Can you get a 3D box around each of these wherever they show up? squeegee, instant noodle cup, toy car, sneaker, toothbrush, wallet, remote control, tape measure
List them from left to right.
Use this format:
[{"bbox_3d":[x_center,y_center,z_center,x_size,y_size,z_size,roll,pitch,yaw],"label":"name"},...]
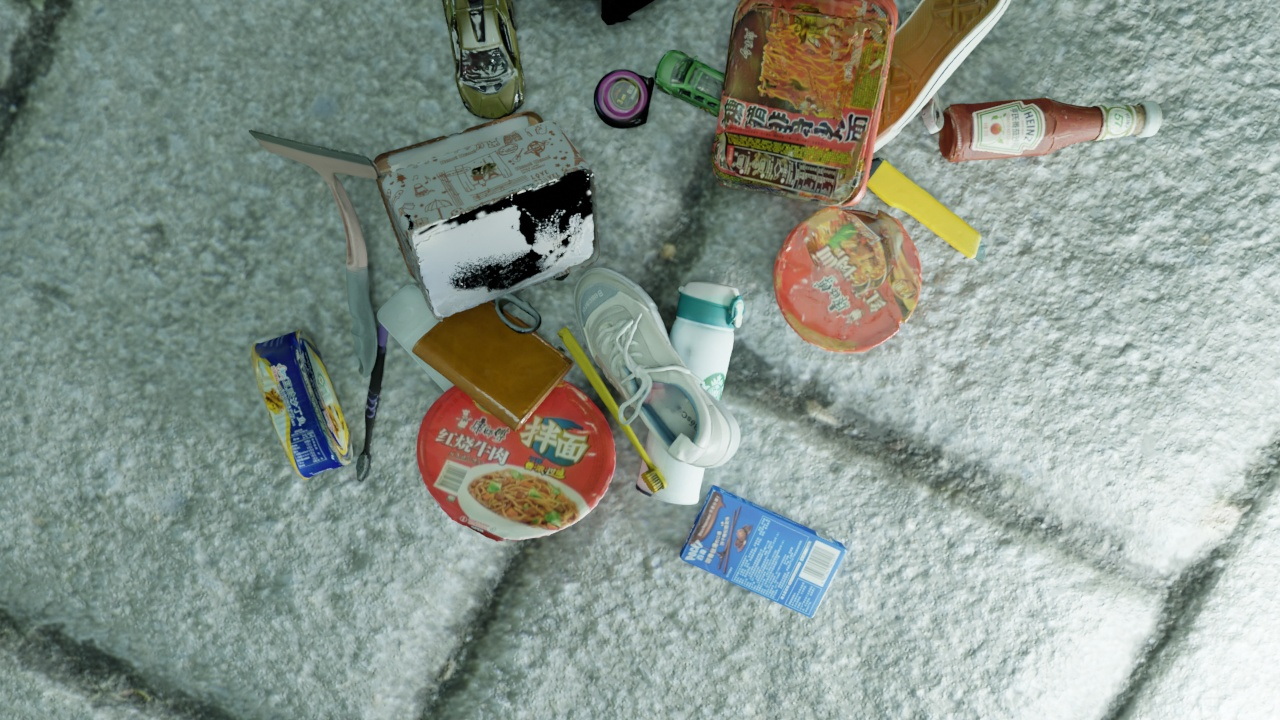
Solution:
[{"bbox_3d":[-0.289,-0.098,0.911,0.040,0.248,0.250,-27,124,-37],"label":"squeegee"},{"bbox_3d":[-0.281,0.037,0.964,0.014,0.016,0.189,10,95,2],"label":"toothbrush"},{"bbox_3d":[-0.210,-0.016,0.954,0.056,0.020,0.136,-41,97,5],"label":"remote control"},{"bbox_3d":[-0.155,-0.320,0.908,0.070,0.042,0.158,-10,99,2],"label":"toy car"},{"bbox_3d":[-0.140,-0.008,0.920,0.130,0.118,0.035,37,140,4],"label":"wallet"},{"bbox_3d":[-0.125,0.102,0.911,0.194,0.193,0.066,15,140,-2],"label":"instant noodle cup"},{"bbox_3d":[-0.031,0.049,0.914,0.016,0.016,0.190,-29,82,-28],"label":"toothbrush"},{"bbox_3d":[-0.018,-0.260,0.915,0.058,0.039,0.057,8,97,-6],"label":"tape measure"},{"bbox_3d":[-0.005,0.005,0.879,0.090,0.090,0.242,-47,65,21],"label":"sneaker"},{"bbox_3d":[0.058,-0.277,0.915,0.091,0.036,0.043,24,98,1],"label":"toy car"},{"bbox_3d":[0.157,-0.246,0.857,0.165,0.078,0.189,19,111,33],"label":"instant noodle cup"},{"bbox_3d":[0.191,-0.079,0.900,0.138,0.108,0.138,0,96,0],"label":"instant noodle cup"},{"bbox_3d":[0.260,-0.279,0.885,0.242,0.087,0.118,-45,71,27],"label":"sneaker"}]

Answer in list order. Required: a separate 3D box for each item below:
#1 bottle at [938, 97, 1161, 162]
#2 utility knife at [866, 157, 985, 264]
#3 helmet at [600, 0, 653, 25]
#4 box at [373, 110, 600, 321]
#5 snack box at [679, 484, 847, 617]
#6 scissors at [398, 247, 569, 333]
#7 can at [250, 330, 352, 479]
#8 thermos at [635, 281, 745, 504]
[{"bbox_3d":[0.403,-0.231,0.905,0.206,0.059,0.060,-4,97,1],"label":"bottle"},{"bbox_3d":[0.290,-0.153,0.938,0.164,0.015,0.033,36,102,-5],"label":"utility knife"},{"bbox_3d":[-0.026,-0.444,0.798,0.273,0.231,0.233,-35,97,-35],"label":"helmet"},{"bbox_3d":[-0.152,-0.160,0.881,0.182,0.154,0.181,-22,59,-15],"label":"box"},{"bbox_3d":[0.130,0.203,0.976,0.157,0.026,0.084,25,96,-3],"label":"snack box"},{"bbox_3d":[-0.154,-0.095,0.933,0.159,0.014,0.175,-19,75,-13],"label":"scissors"},{"bbox_3d":[-0.344,0.045,0.937,0.049,0.074,0.148,-18,97,-1],"label":"can"},{"bbox_3d":[0.053,0.030,0.934,0.073,0.073,0.224,12,96,-1],"label":"thermos"}]
